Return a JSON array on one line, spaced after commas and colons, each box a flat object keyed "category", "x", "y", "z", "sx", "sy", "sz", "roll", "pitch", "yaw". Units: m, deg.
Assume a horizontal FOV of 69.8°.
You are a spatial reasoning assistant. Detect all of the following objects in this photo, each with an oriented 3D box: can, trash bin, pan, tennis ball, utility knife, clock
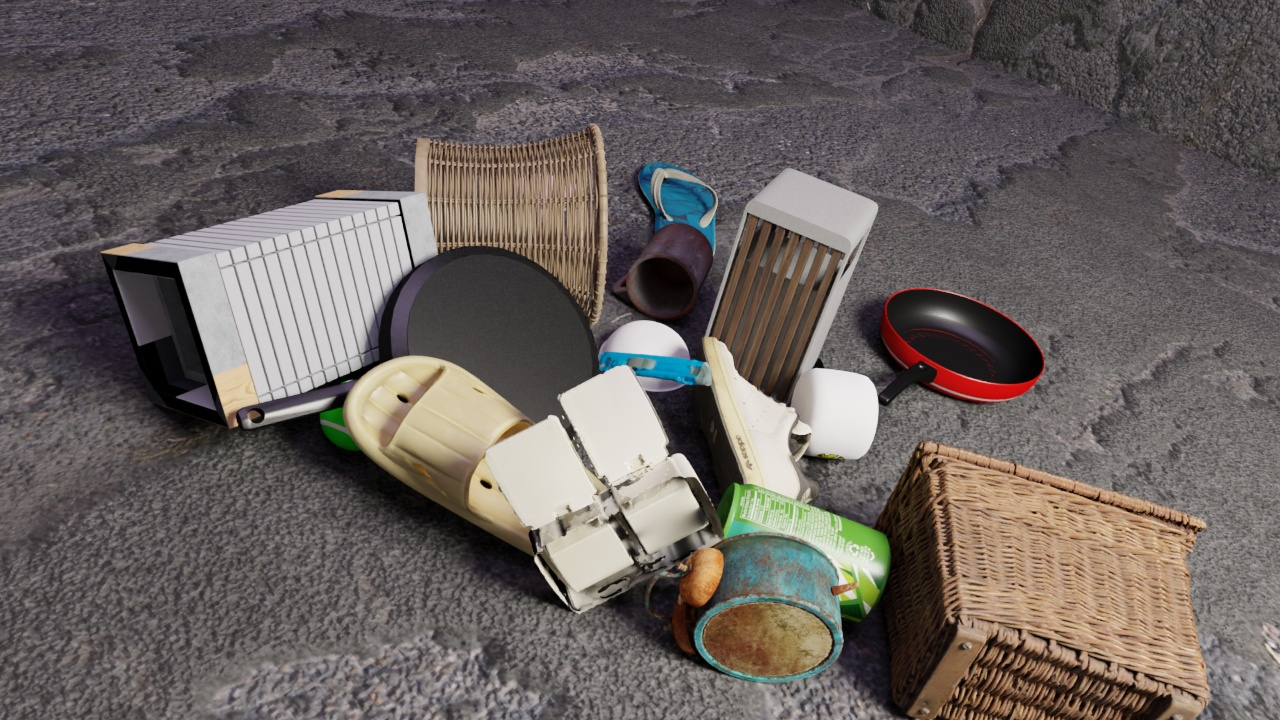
[{"category": "can", "x": 0.135, "y": 0.166, "z": 0.799, "sx": 0.144, "sy": 0.083, "sz": 0.082, "roll": 21, "pitch": 35, "yaw": -1}, {"category": "trash bin", "x": -0.327, "y": -0.062, "z": 0.861, "sx": 0.143, "sy": 0.142, "sz": 0.246, "roll": 9, "pitch": 27, "yaw": 38}, {"category": "trash bin", "x": 0.160, "y": -0.077, "z": 1.025, "sx": 0.114, "sy": 0.229, "sz": 0.114, "roll": 25, "pitch": 37, "yaw": 14}, {"category": "pan", "x": -0.187, "y": 0.008, "z": 0.843, "sx": 0.355, "sy": 0.034, "sz": 0.225, "roll": -16, "pitch": 82, "yaw": -39}, {"category": "tennis ball", "x": -0.259, "y": 0.050, "z": 0.840, "sx": 0.065, "sy": 0.065, "sz": 0.065, "roll": 10, "pitch": 36, "yaw": -7}, {"category": "utility knife", "x": -0.006, "y": 0.006, "z": 0.970, "sx": 0.196, "sy": 0.015, "sz": 0.031, "roll": 4, "pitch": 55, "yaw": 37}, {"category": "clock", "x": 0.082, "y": 0.190, "z": 0.729, "sx": 0.157, "sy": 0.121, "sz": 0.073, "roll": 8, "pitch": 40, "yaw": 0}, {"category": "pan", "x": 0.367, "y": 0.002, "z": 1.134, "sx": 0.209, "sy": 0.067, "sz": 0.355, "roll": 34, "pitch": 40, "yaw": 25}]

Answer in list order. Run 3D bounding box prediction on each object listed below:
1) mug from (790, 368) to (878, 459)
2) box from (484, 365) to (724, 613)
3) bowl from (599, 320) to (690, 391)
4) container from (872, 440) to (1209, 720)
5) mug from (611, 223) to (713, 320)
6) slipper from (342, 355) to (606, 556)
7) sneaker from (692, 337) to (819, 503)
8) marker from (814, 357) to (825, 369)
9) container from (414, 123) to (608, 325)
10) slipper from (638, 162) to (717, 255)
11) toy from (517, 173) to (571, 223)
[{"category": "mug", "x": 0.201, "y": 0.057, "z": 0.985, "sx": 0.068, "sy": 0.094, "sz": 0.116, "roll": 7, "pitch": -1, "yaw": -9}, {"category": "box", "x": -0.025, "y": 0.106, "z": 0.724, "sx": 0.145, "sy": 0.186, "sz": 0.065, "roll": -25, "pitch": 21, "yaw": -2}, {"category": "bowl", "x": 0.011, "y": -0.015, "z": 1.050, "sx": 0.110, "sy": 0.041, "sz": 0.109, "roll": 10, "pitch": 35, "yaw": -7}, {"category": "container", "x": 0.325, "y": 0.211, "z": 0.759, "sx": 0.250, "sy": 0.163, "sz": 0.182, "roll": 16, "pitch": 39, "yaw": 2}, {"category": "mug", "x": 0.025, "y": -0.111, "z": 1.161, "sx": 0.123, "sy": 0.096, "sz": 0.110, "roll": -8, "pitch": 23, "yaw": 23}, {"category": "slipper", "x": -0.122, "y": 0.079, "z": 0.771, "sx": 0.261, "sy": 0.079, "sz": 0.111, "roll": 36, "pitch": 61, "yaw": -6}, {"category": "sneaker", "x": 0.118, "y": 0.061, "z": 0.941, "sx": 0.102, "sy": 0.089, "sz": 0.241, "roll": -3, "pitch": 43, "yaw": -10}, {"category": "marker", "x": 0.225, "y": 0.044, "z": 1.074, "sx": 0.011, "sy": 0.011, "sz": 0.152, "roll": 6, "pitch": 36, "yaw": -13}, {"category": "container", "x": -0.148, "y": -0.153, "z": 1.038, "sx": 0.196, "sy": 0.227, "sz": 0.226, "roll": -1, "pitch": 38, "yaw": -10}, {"category": "slipper", "x": 0.064, "y": -0.237, "z": 1.361, "sx": 0.118, "sy": 0.060, "sz": 0.294, "roll": 11, "pitch": 35, "yaw": -12}, {"category": "toy", "x": -0.133, "y": -0.232, "z": 1.286, "sx": 0.093, "sy": 0.050, "sz": 0.102, "roll": 29, "pitch": 41, "yaw": 14}]
